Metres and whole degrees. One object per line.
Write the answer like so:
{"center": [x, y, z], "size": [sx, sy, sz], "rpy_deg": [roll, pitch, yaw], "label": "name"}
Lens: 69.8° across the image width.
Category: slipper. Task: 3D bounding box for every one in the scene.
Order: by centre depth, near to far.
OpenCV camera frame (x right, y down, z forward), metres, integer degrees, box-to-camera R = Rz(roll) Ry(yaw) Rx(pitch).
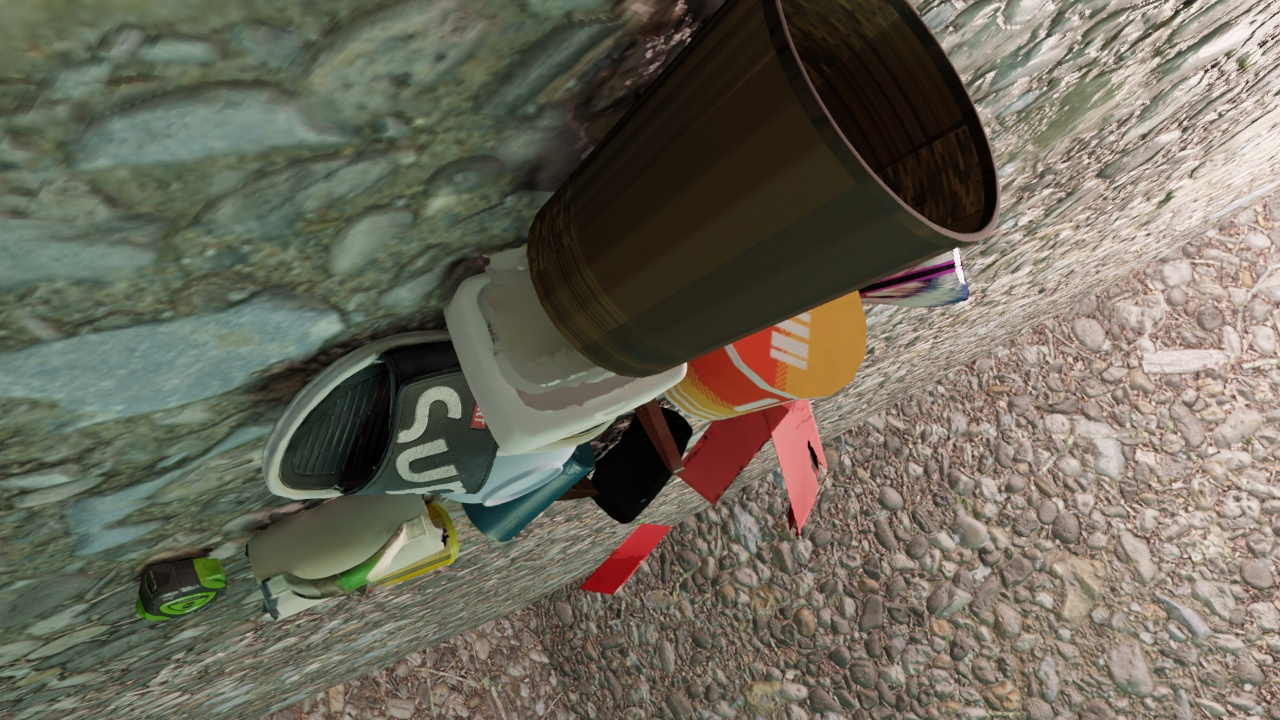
{"center": [-0.093, 0.037, 0.564], "size": [0.263, 0.063, 0.111], "rpy_deg": [-6, 128, -48], "label": "slipper"}

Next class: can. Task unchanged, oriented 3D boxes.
{"center": [-0.243, 0.190, 0.927], "size": [0.104, 0.067, 0.068], "rpy_deg": [-14, 162, -41], "label": "can"}

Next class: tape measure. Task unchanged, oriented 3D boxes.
{"center": [-0.367, 0.179, 0.733], "size": [0.065, 0.036, 0.059], "rpy_deg": [-3, 144, -52], "label": "tape measure"}

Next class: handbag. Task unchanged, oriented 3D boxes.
{"center": [0.002, 0.031, 0.684], "size": [0.029, 0.119, 0.055], "rpy_deg": [-23, 166, -15], "label": "handbag"}
{"center": [-0.236, 0.149, 0.740], "size": [0.151, 0.074, 0.176], "rpy_deg": [-21, -176, -12], "label": "handbag"}
{"center": [0.194, -0.062, 0.822], "size": [0.170, 0.068, 0.145], "rpy_deg": [-15, -178, -10], "label": "handbag"}
{"center": [-0.013, 0.108, 1.073], "size": [0.125, 0.115, 0.154], "rpy_deg": [-47, 169, -19], "label": "handbag"}

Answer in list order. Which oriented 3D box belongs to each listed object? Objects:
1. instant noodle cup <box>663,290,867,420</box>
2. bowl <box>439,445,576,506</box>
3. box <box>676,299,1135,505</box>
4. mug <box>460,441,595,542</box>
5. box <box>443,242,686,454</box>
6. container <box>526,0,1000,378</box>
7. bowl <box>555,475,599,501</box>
{"center": [0.077, -0.016, 0.672], "size": [0.123, 0.123, 0.121], "rpy_deg": [-18, 172, -32], "label": "instant noodle cup"}
{"center": [-0.105, 0.065, 0.708], "size": [0.150, 0.074, 0.151], "rpy_deg": [-24, 166, -7], "label": "bowl"}
{"center": [0.240, 0.017, 0.921], "size": [0.426, 0.128, 0.212], "rpy_deg": [-22, -178, 21], "label": "box"}
{"center": [-0.107, 0.114, 0.897], "size": [0.121, 0.078, 0.078], "rpy_deg": [-37, 164, 19], "label": "mug"}
{"center": [-0.034, -0.018, 0.474], "size": [0.107, 0.102, 0.102], "rpy_deg": [-21, 176, -23], "label": "box"}
{"center": [0.040, -0.070, 0.392], "size": [0.132, 0.132, 0.168], "rpy_deg": [-12, 166, -47], "label": "container"}
{"center": [-0.106, 0.134, 1.006], "size": [0.119, 0.032, 0.119], "rpy_deg": [-4, 167, -1], "label": "bowl"}
